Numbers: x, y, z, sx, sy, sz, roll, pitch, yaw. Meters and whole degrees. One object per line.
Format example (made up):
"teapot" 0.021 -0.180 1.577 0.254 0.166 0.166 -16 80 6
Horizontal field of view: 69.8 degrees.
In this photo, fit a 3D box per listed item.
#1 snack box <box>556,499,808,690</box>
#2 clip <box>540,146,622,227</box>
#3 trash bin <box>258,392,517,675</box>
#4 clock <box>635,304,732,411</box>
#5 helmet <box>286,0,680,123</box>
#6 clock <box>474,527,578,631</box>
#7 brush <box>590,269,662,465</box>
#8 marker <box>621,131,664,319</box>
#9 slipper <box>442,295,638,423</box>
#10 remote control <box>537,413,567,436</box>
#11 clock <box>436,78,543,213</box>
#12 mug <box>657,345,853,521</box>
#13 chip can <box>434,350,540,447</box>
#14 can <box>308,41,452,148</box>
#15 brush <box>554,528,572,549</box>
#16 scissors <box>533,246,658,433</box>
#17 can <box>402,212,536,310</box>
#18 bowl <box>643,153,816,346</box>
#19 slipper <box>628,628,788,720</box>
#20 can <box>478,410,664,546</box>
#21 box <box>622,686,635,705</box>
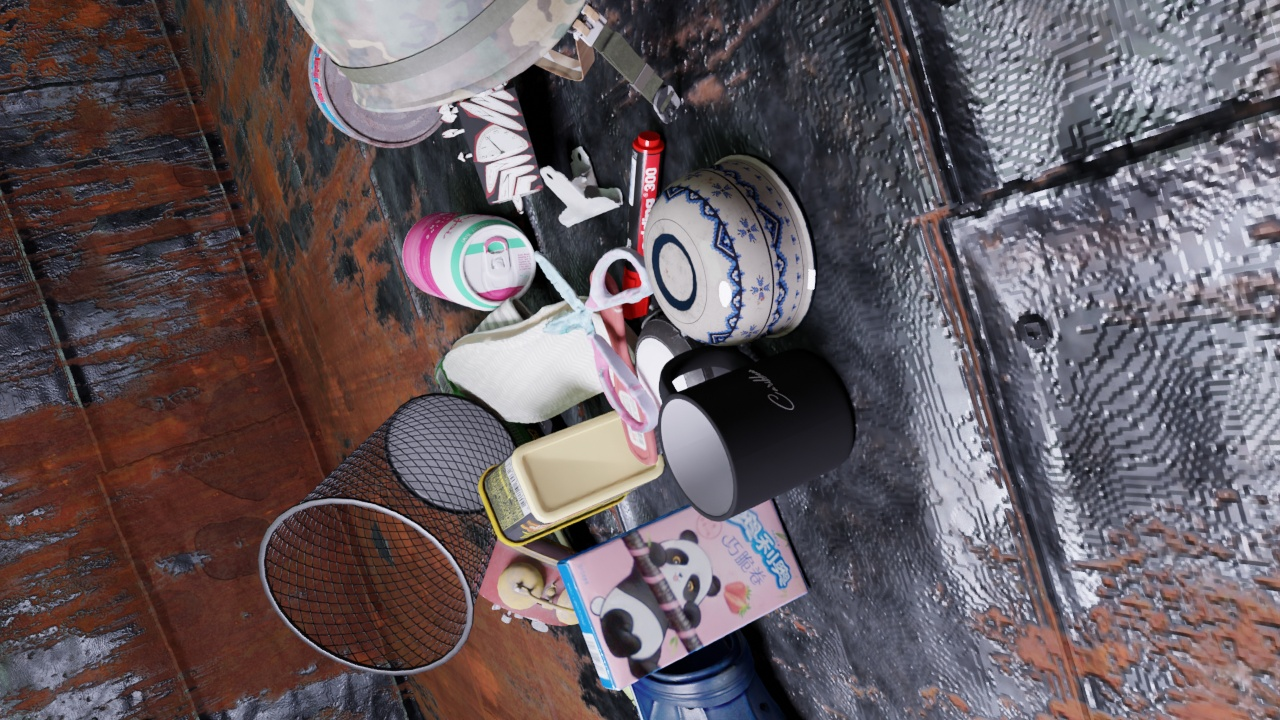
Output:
"snack box" 0.030 0.145 0.613 0.088 0.154 0.033 69 157 5
"clip" -0.048 -0.138 0.722 0.054 0.040 0.102 57 156 -15
"trash bin" -0.208 0.142 0.840 0.209 0.184 0.184 -69 -23 -61
"clock" 0.029 0.006 0.643 0.091 0.043 0.123 7 114 61
"helmet" -0.096 -0.243 0.553 0.193 0.224 0.236 32 160 44
"clock" -0.109 0.234 0.947 0.159 0.117 0.081 13 80 66
"brush" -0.004 0.004 0.701 0.041 0.030 0.172 27 138 49
"marker" 0.000 -0.093 0.653 0.021 0.023 0.145 27 135 23
"slipper" -0.090 -0.003 0.820 0.273 0.053 0.114 -15 118 52
"remote control" -0.083 0.080 0.940 0.150 0.013 0.034 55 150 28
"clock" -0.129 -0.199 0.734 0.114 0.065 0.155 -114 8 -58
"mug" 0.059 0.032 0.554 0.113 0.087 0.078 49 147 37
"chip can" -0.153 0.081 1.010 0.223 0.075 0.076 56 150 28
"can" -0.246 -0.272 0.879 0.044 0.129 0.130 30 133 53
"brush" -0.072 0.227 1.028 0.217 0.012 0.033 55 151 31
"scissors" -0.029 -0.034 0.654 0.170 0.014 0.168 55 146 26
"can" -0.169 -0.099 0.899 0.166 0.088 0.088 18 123 58
"bowl" 0.044 -0.060 0.550 0.115 0.059 0.116 42 142 44
"slipper" 0.042 0.252 0.715 0.252 0.105 0.095 53 157 35
"can" -0.058 0.097 0.777 0.072 0.130 0.101 66 151 9
"box" 0.017 0.287 0.860 0.188 0.048 0.141 35 134 49
